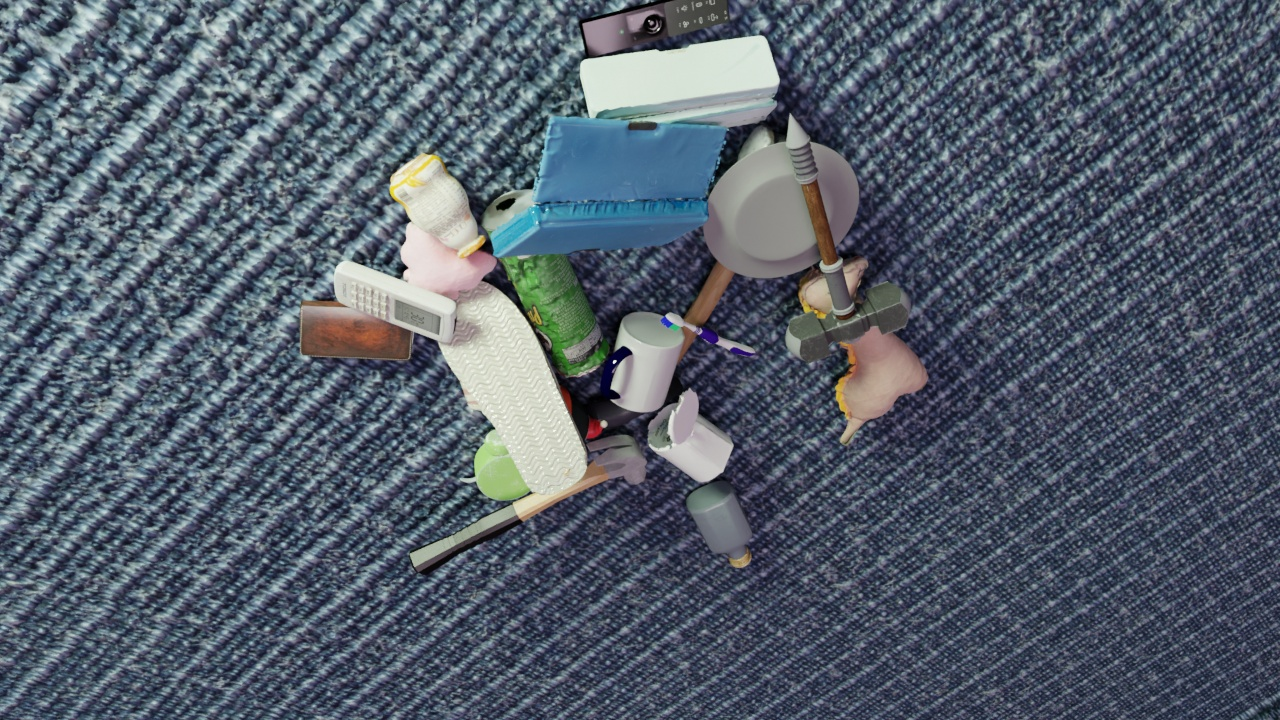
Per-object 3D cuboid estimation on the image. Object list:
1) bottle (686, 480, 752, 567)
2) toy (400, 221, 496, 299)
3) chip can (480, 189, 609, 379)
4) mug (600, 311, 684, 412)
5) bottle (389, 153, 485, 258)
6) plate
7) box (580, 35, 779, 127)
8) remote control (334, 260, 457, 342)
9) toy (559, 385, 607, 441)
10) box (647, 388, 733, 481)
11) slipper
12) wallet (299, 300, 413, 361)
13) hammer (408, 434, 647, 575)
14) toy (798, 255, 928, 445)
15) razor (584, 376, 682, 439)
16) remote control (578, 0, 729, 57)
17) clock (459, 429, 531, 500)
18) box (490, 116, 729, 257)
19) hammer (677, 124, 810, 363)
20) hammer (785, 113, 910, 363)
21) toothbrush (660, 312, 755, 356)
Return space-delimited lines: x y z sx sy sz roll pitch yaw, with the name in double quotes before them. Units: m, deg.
"bottle" 0.126 0.249 1.359 0.072 0.046 0.161 -24 128 3
"toy" -0.217 -0.100 1.003 0.102 0.050 0.093 22 120 -18
"chip can" -0.105 -0.084 1.033 0.075 0.075 0.223 -22 128 2
"mug" -0.007 0.006 1.109 0.111 0.078 0.097 -25 141 -46
"bottle" -0.206 -0.157 0.945 0.063 0.063 0.108 -32 112 10
"plate" 0.158 -0.161 1.021 0.178 0.012 0.179 -6 133 -7
"box" 0.040 -0.263 0.956 0.198 0.085 0.096 -10 158 -6
"remote control" -0.266 -0.064 0.998 0.138 0.025 0.060 21 145 -2
"toy" -0.111 0.075 1.132 0.119 0.099 0.098 21 117 -26
"box" 0.063 0.094 1.192 0.160 0.119 0.084 36 73 -31
"slipper" -0.149 0.032 1.056 0.115 0.052 0.263 -29 91 4
"wallet" -0.322 -0.034 1.044 0.123 0.019 0.072 2 125 -17
"hammer" -0.146 0.191 1.195 0.328 0.039 0.131 -27 156 -1
"toy" 0.271 -0.010 1.195 0.196 0.065 0.264 -45 123 13
"razor" -0.013 0.057 1.184 0.143 0.047 0.052 -24 153 0
"remote control" 0.015 -0.337 0.913 0.150 0.013 0.034 -15 128 -3
"clock" -0.171 0.136 1.198 0.094 0.042 0.120 20 118 -28
"box" -0.021 -0.162 0.928 0.231 0.066 0.173 -10 150 -39
"hammer" 0.108 -0.122 1.082 0.098 0.052 0.329 13 125 -23
"hammer" 0.205 -0.136 1.020 0.156 0.043 0.322 -21 132 6
"toothbrush" 0.087 -0.029 1.130 0.016 0.015 0.186 -40 145 25
